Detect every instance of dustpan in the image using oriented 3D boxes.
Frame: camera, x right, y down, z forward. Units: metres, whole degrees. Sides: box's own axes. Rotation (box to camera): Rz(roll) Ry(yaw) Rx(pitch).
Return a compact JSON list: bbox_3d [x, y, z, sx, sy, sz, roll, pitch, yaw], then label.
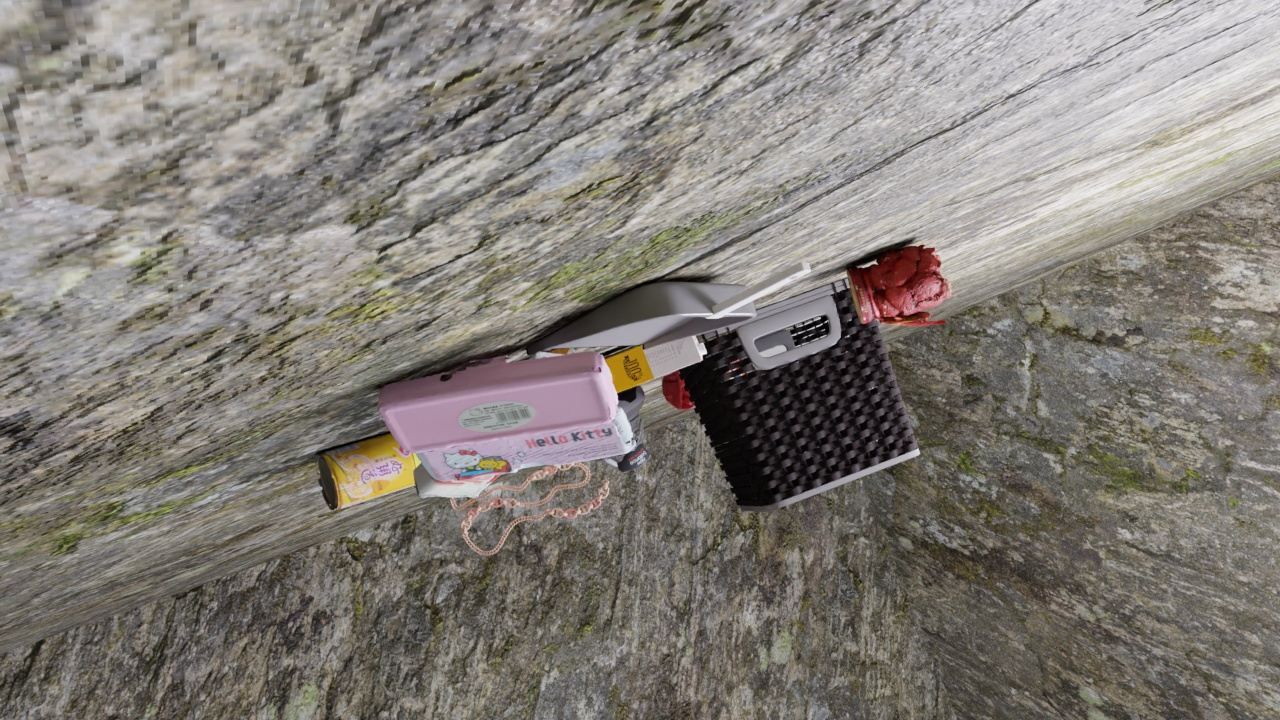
[{"bbox_3d":[0.040,-0.043,0.816,0.162,0.033,0.258,-3,163,-47],"label":"dustpan"}]

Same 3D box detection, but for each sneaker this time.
[{"bbox_3d":[-0.029,0.111,1.443,0.088,0.124,0.240,-37,-176,-24],"label":"sneaker"}]

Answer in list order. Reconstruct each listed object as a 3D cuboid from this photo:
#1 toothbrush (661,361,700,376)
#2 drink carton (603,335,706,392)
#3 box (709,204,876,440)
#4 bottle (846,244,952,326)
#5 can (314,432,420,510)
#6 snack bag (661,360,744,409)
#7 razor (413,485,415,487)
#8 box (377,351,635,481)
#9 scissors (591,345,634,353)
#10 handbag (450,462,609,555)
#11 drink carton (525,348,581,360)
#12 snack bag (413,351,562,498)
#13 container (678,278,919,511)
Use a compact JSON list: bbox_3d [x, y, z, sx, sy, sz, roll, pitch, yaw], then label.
[{"bbox_3d":[0.087,-0.001,1.425,0.134,0.016,0.022,-18,167,-19],"label":"toothbrush"},{"bbox_3d":[0.014,-0.002,1.054,0.122,0.040,0.058,-21,-176,6],"label":"drink carton"},{"bbox_3d":[0.290,-0.042,1.645,0.167,0.446,0.164,-23,-177,21],"label":"box"},{"bbox_3d":[0.308,-0.085,1.085,0.111,0.099,0.099,-17,174,11],"label":"bottle"},{"bbox_3d":[-0.305,0.122,1.036,0.104,0.067,0.068,-16,172,-31],"label":"can"},{"bbox_3d":[0.103,0.035,1.503,0.083,0.082,0.176,-25,171,36],"label":"snack bag"},{"bbox_3d":[-0.270,0.134,1.273,0.057,0.060,0.155,-5,-171,43],"label":"razor"},{"bbox_3d":[-0.114,0.059,0.813,0.201,0.041,0.154,-9,136,7],"label":"box"},{"bbox_3d":[0.023,-0.034,0.966,0.148,0.019,0.118,-15,172,-25],"label":"scissors"},{"bbox_3d":[-0.152,0.140,1.112,0.199,0.187,0.116,-16,-179,3],"label":"handbag"},{"bbox_3d":[-0.112,0.024,0.933,0.122,0.041,0.058,-21,173,-4],"label":"drink carton"},{"bbox_3d":[-0.133,0.068,0.892,0.077,0.041,0.226,9,142,-45],"label":"snack bag"},{"bbox_3d":[0.212,0.056,1.277,0.247,0.243,0.246,-20,173,-7],"label":"container"}]
